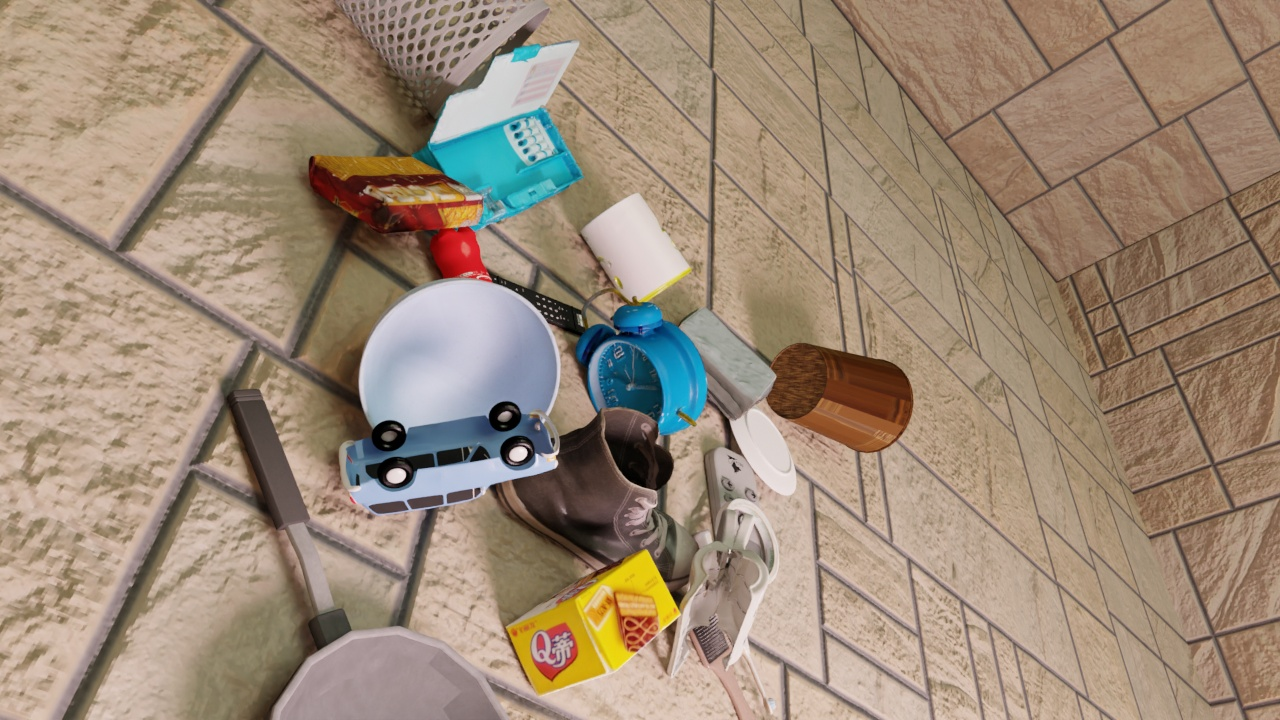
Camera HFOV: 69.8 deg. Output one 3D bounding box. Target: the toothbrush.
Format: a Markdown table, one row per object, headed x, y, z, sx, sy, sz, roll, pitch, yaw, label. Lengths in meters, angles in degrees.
| x | y | z | sx | sy | sz | roll | pitch | yaw | label |
| --- | --- | --- | --- | --- | --- | --- | --- | --- | --- |
| 0.092 | 0.257 | 0.905 | 0.024 | 0.022 | 0.185 | -9 | 70 | -38 | toothbrush |

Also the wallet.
| x | y | z | sx | sy | sz | roll | pitch | yaw | label |
| --- | --- | --- | --- | --- | --- | --- | --- | --- | --- |
| 0.093 | 0.002 | 1.079 | 0.131 | 0.054 | 0.100 | 49 | 27 | 2 | wallet |

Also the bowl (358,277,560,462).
| x | y | z | sx | sy | sz | roll | pitch | yaw | label |
| --- | --- | --- | --- | --- | --- | --- | --- | --- | --- |
| -0.145 | 0.002 | 0.707 | 0.150 | 0.150 | 0.075 | 37 | 0 | -31 | bowl |

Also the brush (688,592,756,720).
| x | y | z | sx | sy | sz | roll | pitch | yaw | label |
| --- | --- | --- | --- | --- | --- | --- | --- | --- | --- |
| 0.081 | 0.288 | 0.871 | 0.049 | 0.015 | 0.135 | -13 | 75 | -56 | brush |

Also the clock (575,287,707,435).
| x | y | z | sx | sy | sz | roll | pitch | yaw | label |
| --- | --- | --- | --- | --- | --- | --- | --- | --- | --- |
| -0.005 | 0.005 | 0.897 | 0.060 | 0.117 | 0.161 | -22 | 81 | -45 | clock |

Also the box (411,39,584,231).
| x | y | z | sx | sy | sz | roll | pitch | yaw | label |
| --- | --- | --- | --- | --- | --- | --- | --- | --- | --- |
| -0.138 | -0.233 | 0.932 | 0.226 | 0.084 | 0.172 | -44 | 138 | -57 | box |

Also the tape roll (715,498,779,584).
| x | y | z | sx | sy | sz | roll | pitch | yaw | label |
| --- | --- | --- | --- | --- | --- | --- | --- | --- | --- |
| 0.112 | 0.191 | 0.959 | 0.093 | 0.013 | 0.092 | 30 | 47 | -37 | tape roll |

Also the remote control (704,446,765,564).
| x | y | z | sx | sy | sz | roll | pitch | yaw | label |
| --- | --- | --- | --- | --- | --- | --- | --- | --- | --- |
| 0.107 | 0.166 | 1.002 | 0.074 | 0.019 | 0.150 | 28 | 43 | -39 | remote control |

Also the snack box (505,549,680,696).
| x | y | z | sx | sy | sz | roll | pitch | yaw | label |
| --- | --- | --- | --- | --- | --- | --- | --- | --- | --- |
| -0.036 | 0.204 | 0.717 | 0.105 | 0.084 | 0.061 | -19 | 80 | -58 | snack box |

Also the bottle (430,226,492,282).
| x | y | z | sx | sy | sz | roll | pitch | yaw | label |
| --- | --- | --- | --- | --- | --- | --- | --- | --- | --- |
| -0.148 | -0.055 | 0.814 | 0.041 | 0.042 | 0.141 | -2 | 66 | -54 | bottle |

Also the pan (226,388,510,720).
| x | y | z | sx | sy | sz | roll | pitch | yaw | label |
| --- | --- | --- | --- | --- | --- | --- | --- | --- | --- |
| -0.191 | 0.176 | 0.572 | 0.178 | 0.041 | 0.357 | -3 | 62 | -56 | pan |

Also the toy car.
| x | y | z | sx | sy | sz | roll | pitch | yaw | label |
| --- | --- | --- | --- | --- | --- | --- | --- | --- | --- |
| -0.134 | 0.071 | 0.657 | 0.153 | 0.055 | 0.056 | -9 | 35 | -16 | toy car |

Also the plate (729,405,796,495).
| x | y | z | sx | sy | sz | roll | pitch | yaw | label |
| --- | --- | --- | --- | --- | --- | --- | --- | --- | --- |
| 0.152 | 0.100 | 1.108 | 0.134 | 0.011 | 0.134 | 41 | 28 | -29 | plate |

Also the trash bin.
| x | y | z | sx | sy | sz | roll | pitch | yaw | label |
| --- | --- | --- | --- | --- | --- | --- | --- | --- | --- |
| -0.206 | -0.356 | 0.880 | 0.183 | 0.157 | 0.156 | 47 | 34 | -14 | trash bin |

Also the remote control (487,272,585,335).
| x | y | z | sx | sy | sz | roll | pitch | yaw | label |
| --- | --- | --- | --- | --- | --- | --- | --- | --- | --- |
| -0.104 | -0.055 | 0.905 | 0.140 | 0.009 | 0.030 | 21 | 48 | -45 | remote control |

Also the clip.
| x | y | z | sx | sy | sz | roll | pitch | yaw | label |
| --- | --- | --- | --- | --- | --- | --- | --- | --- | --- |
| 0.082 | 0.207 | 0.815 | 0.104 | 0.127 | 0.151 | 29 | 47 | 19 | clip |

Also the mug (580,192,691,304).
| x | y | z | sx | sy | sz | roll | pitch | yaw | label |
| --- | --- | --- | --- | --- | --- | --- | --- | --- | --- |
| -0.006 | -0.121 | 1.026 | 0.106 | 0.083 | 0.082 | 56 | 32 | -3 | mug |

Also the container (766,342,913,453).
| x | y | z | sx | sy | sz | roll | pitch | yaw | label |
| --- | --- | --- | --- | --- | --- | --- | --- | --- | --- |
| 0.258 | 0.044 | 1.218 | 0.167 | 0.132 | 0.132 | 17 | 51 | -40 | container |

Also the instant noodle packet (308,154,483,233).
| x | y | z | sx | sy | sz | roll | pitch | yaw | label |
| --- | --- | --- | --- | --- | --- | --- | --- | --- | --- |
| -0.205 | -0.144 | 0.784 | 0.098 | 0.040 | 0.135 | 34 | 26 | 20 | instant noodle packet |

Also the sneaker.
| x | y | z | sx | sy | sz | roll | pitch | yaw | label |
| --- | --- | --- | --- | --- | --- | --- | --- | --- | --- |
| 0.000 | 0.125 | 0.798 | 0.234 | 0.120 | 0.095 | 42 | 36 | -31 | sneaker |
